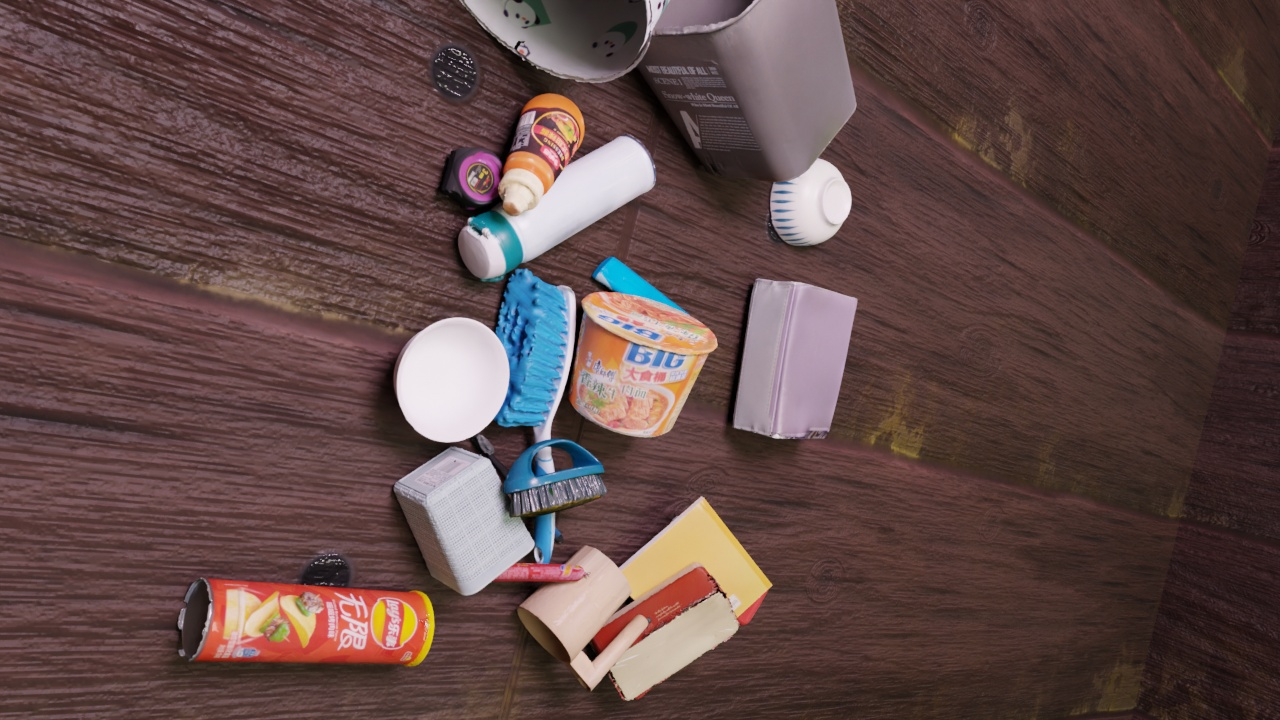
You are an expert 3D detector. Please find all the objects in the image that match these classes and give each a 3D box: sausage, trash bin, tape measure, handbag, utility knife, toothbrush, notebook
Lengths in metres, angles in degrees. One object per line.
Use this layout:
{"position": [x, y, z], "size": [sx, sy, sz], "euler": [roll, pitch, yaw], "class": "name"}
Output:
{"position": [-0.129, 0.226, 0.977], "size": [0.155, 0.020, 0.020], "euler": [4, 97, -16], "class": "sausage"}
{"position": [0.113, -0.329, 1.000], "size": [0.198, 0.199, 0.220], "euler": [-51, 133, -20], "class": "trash bin"}
{"position": [-0.032, -0.427, 0.837], "size": [0.229, 0.230, 0.251], "euler": [49, 61, -36], "class": "trash bin"}
{"position": [-0.162, -0.176, 0.888], "size": [0.057, 0.039, 0.057], "euler": [16, 82, -35], "class": "tape measure"}
{"position": [0.201, 0.000, 1.194], "size": [0.144, 0.099, 0.197], "euler": [8, 93, -40], "class": "handbag"}
{"position": [0.020, -0.063, 1.066], "size": [0.185, 0.018, 0.034], "euler": [33, 73, -32], "class": "utility knife"}
{"position": [-0.130, 0.141, 0.996], "size": [0.014, 0.016, 0.189], "euler": [-50, 127, -26], "class": "toothbrush"}
{"position": [0.069, 0.275, 1.145], "size": [0.146, 0.010, 0.206], "euler": [-41, 126, -5], "class": "notebook"}

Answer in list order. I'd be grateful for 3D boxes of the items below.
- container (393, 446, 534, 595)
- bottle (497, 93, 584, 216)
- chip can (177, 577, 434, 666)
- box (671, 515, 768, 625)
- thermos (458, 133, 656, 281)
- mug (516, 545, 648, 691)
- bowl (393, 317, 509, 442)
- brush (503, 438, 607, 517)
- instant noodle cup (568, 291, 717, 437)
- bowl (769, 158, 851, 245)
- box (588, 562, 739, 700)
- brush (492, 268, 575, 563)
{"position": [-0.178, 0.154, 0.910], "size": [0.089, 0.090, 0.111], "euler": [-35, 117, -31], "class": "container"}
{"position": [-0.102, -0.194, 0.888], "size": [0.067, 0.067, 0.149], "euler": [49, 43, -35], "class": "bottle"}
{"position": [-0.297, 0.239, 0.836], "size": [0.216, 0.073, 0.073], "euler": [19, 86, -41], "class": "chip can"}
{"position": [0.090, 0.279, 1.201], "size": [0.201, 0.047, 0.086], "euler": [43, 74, -37], "class": "box"}
{"position": [-0.085, -0.155, 0.941], "size": [0.223, 0.073, 0.073], "euler": [-36, 120, -29], "class": "thermos"}
{"position": [-0.060, 0.286, 1.028], "size": [0.103, 0.084, 0.124], "euler": [-42, 96, -29], "class": "mug"}
{"position": [-0.193, 0.014, 0.883], "size": [0.118, 0.065, 0.118], "euler": [-9, 105, -38], "class": "bowl"}
{"position": [-0.086, 0.116, 0.926], "size": [0.143, 0.055, 0.073], "euler": [1, 75, -61], "class": "brush"}
{"position": [-0.006, 0.006, 0.986], "size": [0.151, 0.151, 0.112], "euler": [1, 117, -41], "class": "instant noodle cup"}
{"position": [0.231, -0.207, 1.199], "size": [0.116, 0.066, 0.116], "euler": [-9, 104, -39], "class": "bowl"}
{"position": [0.032, 0.330, 1.098], "size": [0.168, 0.077, 0.091], "euler": [-30, 123, -11], "class": "box"}
{"position": [-0.111, 0.068, 0.963], "size": [0.109, 0.061, 0.314], "euler": [10, 90, -53], "class": "brush"}
